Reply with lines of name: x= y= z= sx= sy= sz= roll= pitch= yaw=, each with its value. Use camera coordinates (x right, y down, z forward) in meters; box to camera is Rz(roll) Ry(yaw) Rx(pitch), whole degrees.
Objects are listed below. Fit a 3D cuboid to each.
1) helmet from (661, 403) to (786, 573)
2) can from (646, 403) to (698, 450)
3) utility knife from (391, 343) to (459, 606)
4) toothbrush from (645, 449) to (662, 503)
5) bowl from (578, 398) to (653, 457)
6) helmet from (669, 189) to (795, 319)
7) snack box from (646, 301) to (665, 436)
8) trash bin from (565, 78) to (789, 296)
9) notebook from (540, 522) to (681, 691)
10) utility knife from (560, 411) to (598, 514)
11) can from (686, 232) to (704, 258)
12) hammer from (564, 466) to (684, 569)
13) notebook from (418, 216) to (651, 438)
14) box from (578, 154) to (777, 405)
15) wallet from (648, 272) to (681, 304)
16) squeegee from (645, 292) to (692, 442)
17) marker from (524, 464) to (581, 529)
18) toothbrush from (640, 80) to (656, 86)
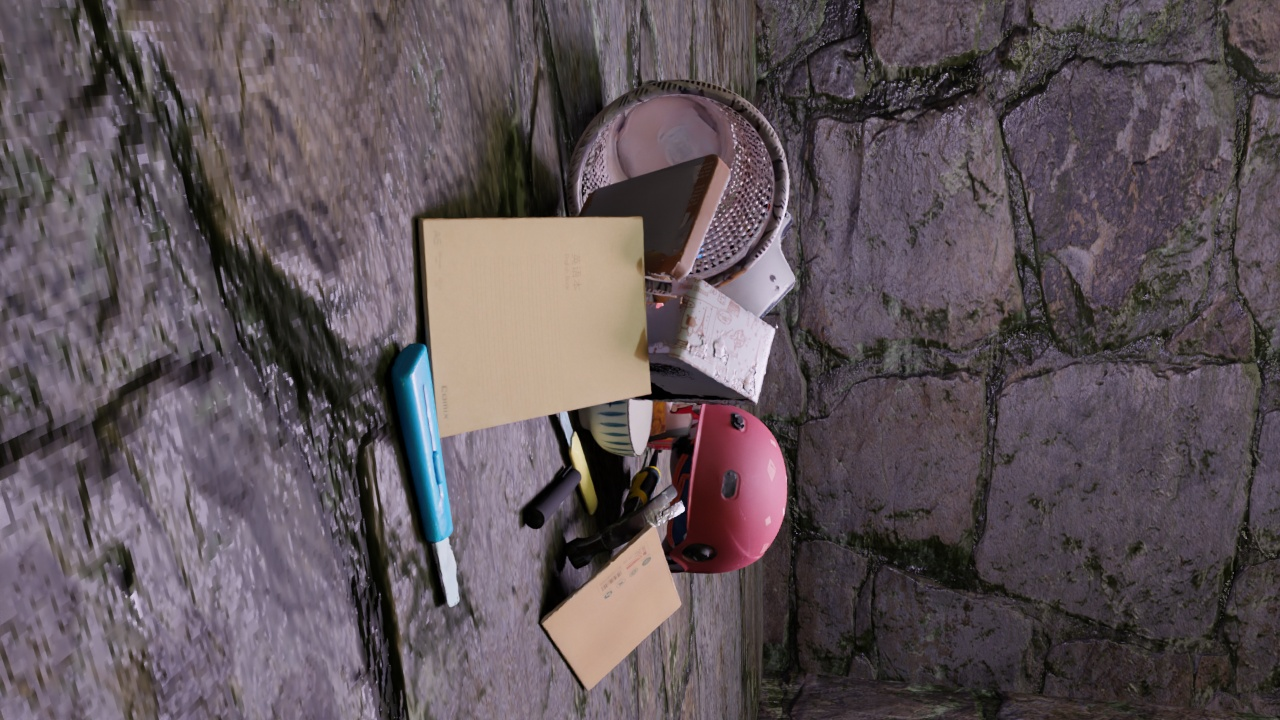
helmet: x=0.109 y=0.154 z=1.107 sx=0.241 sy=0.144 sz=0.206 roll=104 pitch=-4 yaw=-59
can: x=0.049 y=0.095 z=1.309 sx=0.066 sy=0.094 sz=0.066 roll=1 pitch=89 yaw=-78
utility knife: x=-0.141 y=0.087 z=0.622 sx=0.034 sy=0.018 sz=0.205 roll=-67 pitch=156 yaw=-61
toothbrush: x=0.011 y=0.175 z=1.300 sx=0.212 sy=0.026 sz=0.027 roll=-70 pitch=145 yaw=-57
bowl: x=-0.029 y=0.047 z=1.011 sx=0.116 sy=0.066 sz=0.116 roll=2 pitch=89 yaw=-76
helmet: x=0.096 y=-0.146 z=1.323 sx=0.231 sy=0.156 sz=0.273 roll=-43 pitch=-147 yaw=41
snack box: x=-0.006 y=0.006 z=1.092 sx=0.027 sy=0.077 sz=0.156 roll=-11 pitch=105 yaw=-41
trash bin: x=0.037 y=-0.211 z=1.012 sx=0.191 sy=0.227 sz=0.228 roll=-92 pitch=177 yaw=-62
notebook: x=-0.025 y=0.268 z=0.979 sx=0.147 sy=0.008 sz=0.208 roll=-39 pitch=146 yaw=-17
utility knife: x=-0.063 y=0.108 z=0.972 sx=0.207 sy=0.021 sz=0.030 roll=86 pitch=8 yaw=-51
can: x=0.031 y=-0.168 z=1.192 sx=0.083 sy=0.102 sz=0.057 roll=68 pitch=26 yaw=-66
hammer: x=-0.003 y=0.167 z=1.090 sx=0.032 sy=0.126 sz=0.323 roll=63 pitch=7 yaw=0
notebook: x=-0.072 y=-0.033 z=0.691 sx=0.211 sy=0.012 sz=0.149 roll=-9 pitch=101 yaw=-44
box: x=0.022 y=-0.074 z=0.868 sx=0.157 sy=0.183 sz=0.193 roll=31 pitch=69 yaw=-41
wallet: x=0.030 y=-0.063 z=1.199 sx=0.115 sy=0.033 sz=0.090 roll=65 pitch=-23 yaw=23
squeegee: x=0.016 y=-0.023 z=1.167 sx=0.248 sy=0.040 sz=0.249 roll=153 pitch=-74 yaw=-75
marker: x=-0.082 y=0.130 z=0.887 sx=0.131 sy=0.020 sz=0.022 roll=-42 pitch=115 yaw=-74
toothbrush: x=0.028 y=-0.299 z=1.335 sx=0.026 sy=0.026 sz=0.221 roll=-46 pitch=143 yaw=-33
